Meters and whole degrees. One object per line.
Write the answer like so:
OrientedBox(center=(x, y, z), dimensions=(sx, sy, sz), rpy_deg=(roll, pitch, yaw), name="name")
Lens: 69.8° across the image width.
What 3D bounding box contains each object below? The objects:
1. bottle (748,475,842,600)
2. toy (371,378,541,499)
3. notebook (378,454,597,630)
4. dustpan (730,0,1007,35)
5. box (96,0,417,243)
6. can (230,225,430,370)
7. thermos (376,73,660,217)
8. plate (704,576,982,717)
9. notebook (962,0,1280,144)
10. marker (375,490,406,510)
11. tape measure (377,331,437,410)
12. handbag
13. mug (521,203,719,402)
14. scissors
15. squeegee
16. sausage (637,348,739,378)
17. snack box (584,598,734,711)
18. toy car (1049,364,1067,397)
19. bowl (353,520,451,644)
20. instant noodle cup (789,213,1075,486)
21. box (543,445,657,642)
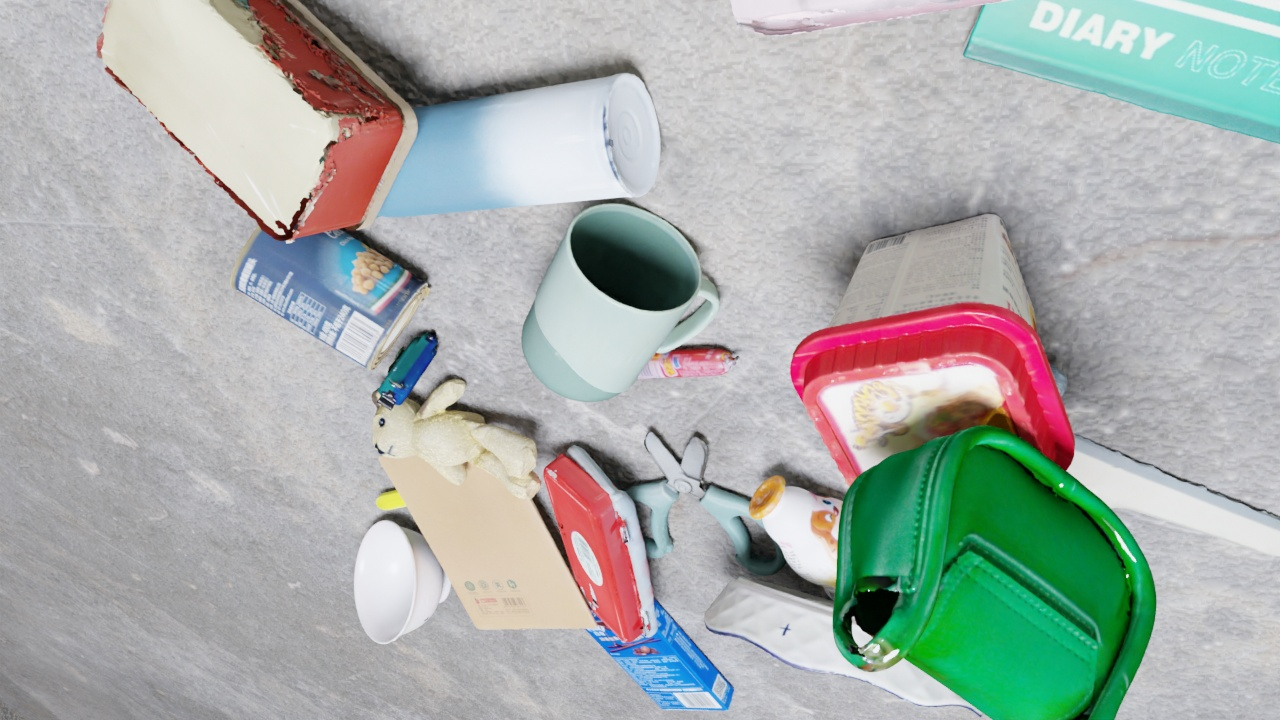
OrientedBox(center=(0.128, 0.126, 0.656), dimensions=(0.108, 0.063, 0.063), rpy_deg=(37, 137, -12), name="bottle")
OrientedBox(center=(-0.148, 0.068, 0.733), dimensions=(0.157, 0.066, 0.105), rpy_deg=(17, 131, 21), name="toy")
OrientedBox(center=(-0.138, 0.163, 0.831), dimensions=(0.148, 0.008, 0.208), rpy_deg=(-11, 113, 32), name="notebook")
OrientedBox(center=(0.152, -0.233, 0.309), dimensions=(0.274, 0.138, 0.223), rpy_deg=(27, 140, 43), name="dustpan")
OrientedBox(center=(-0.213, -0.148, 0.492), dimensions=(0.168, 0.079, 0.092), rpy_deg=(43, 121, 10), name="box")
OrientedBox(center=(-0.214, -0.051, 0.641), dimensions=(0.111, 0.075, 0.076), rpy_deg=(33, 138, -8), name="can")
OrientedBox(center=(-0.099, -0.119, 0.525), dimensions=(0.221, 0.070, 0.070), rpy_deg=(1, 132, 26), name="thermos")
OrientedBox(center=(0.148, 0.204, 0.675), dimensions=(0.205, 0.045, 0.205), rpy_deg=(17, 171, 3), name="plate")
OrientedBox(center=(0.254, -0.157, 0.352), dimensions=(0.209, 0.012, 0.151), rpy_deg=(19, 138, 8), name="notebook")
OrientedBox(center=(-0.202, 0.123, 0.855), dimensions=(0.124, 0.015, 0.018), rpy_deg=(-17, 116, 34), name="marker")
OrientedBox(center=(-0.178, 0.008, 0.696), dimensions=(0.025, 0.058, 0.055), rpy_deg=(36, 141, -11), name="tape measure")
OrientedBox(center=(0.151, 0.102, 0.395), dimensions=(0.131, 0.119, 0.068), rpy_deg=(34, 143, -13), name="handbag")
OrientedBox(center=(-0.010, -0.029, 0.567), dimensions=(0.111, 0.082, 0.107), rpy_deg=(5, 144, -24), name="mug")
OrientedBox(center=(0.055, 0.122, 0.723), dimensions=(0.177, 0.019, 0.174), rpy_deg=(22, 137, 6), name="scissors")
OrientedBox(center=(0.254, 0.144, 0.631), dimensions=(0.246, 0.039, 0.247), rpy_deg=(23, 138, 5), name="squeegee")
OrientedBox(center=(-0.004, 0.004, 0.633), dimensions=(0.156, 0.020, 0.020), rpy_deg=(-4, 130, 29), name="sausage")
OrientedBox(center=(0.017, 0.292, 0.904), dimensions=(0.085, 0.026, 0.157), rpy_deg=(-15, 124, 36), name="snack box")
OrientedBox(center=(0.198, 0.048, 0.533), dimensions=(0.037, 0.054, 0.121), rpy_deg=(39, 121, 1), name="toy car")
OrientedBox(center=(-0.229, 0.218, 0.916), dimensions=(0.064, 0.118, 0.119), rpy_deg=(8, 156, -44), name="bowl")
OrientedBox(center=(0.152, -0.004, 0.470), dimensions=(0.117, 0.123, 0.116), rpy_deg=(-11, 127, 34), name="instant noodle cup")
OrientedBox(center=(-0.026, 0.158, 0.765), dimensions=(0.087, 0.048, 0.201), rpy_deg=(35, 149, 38), name="box")
